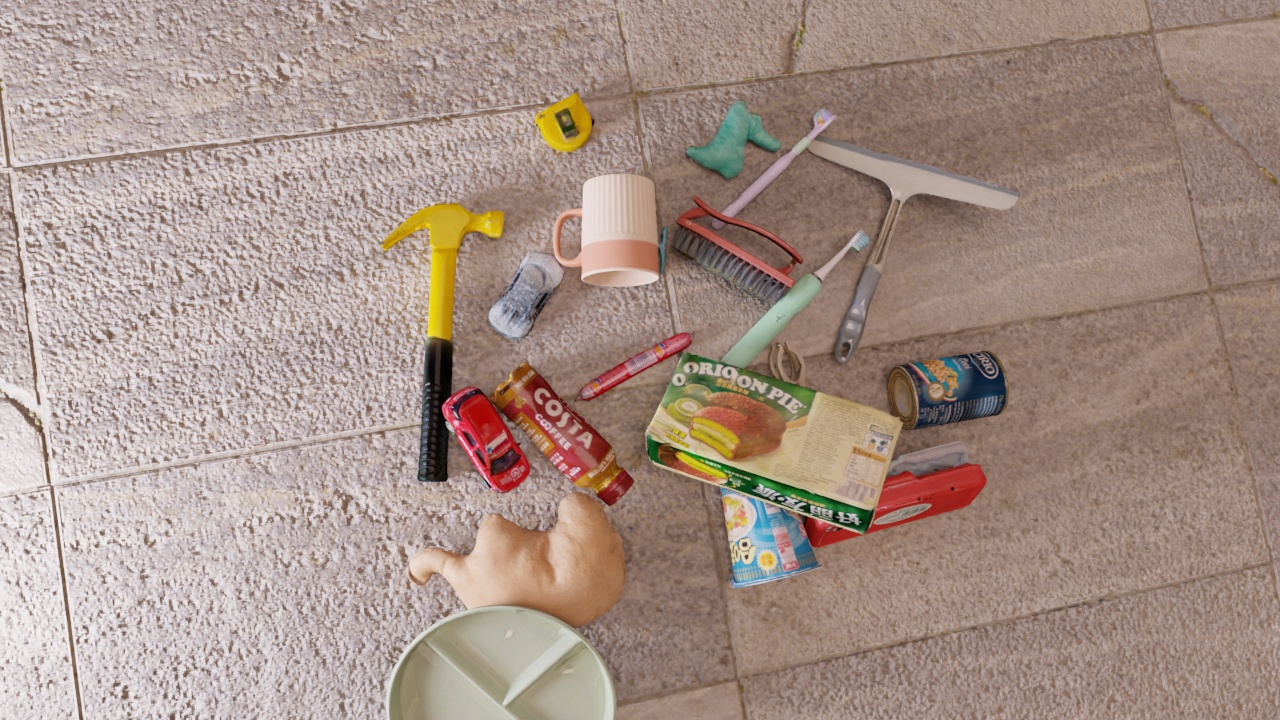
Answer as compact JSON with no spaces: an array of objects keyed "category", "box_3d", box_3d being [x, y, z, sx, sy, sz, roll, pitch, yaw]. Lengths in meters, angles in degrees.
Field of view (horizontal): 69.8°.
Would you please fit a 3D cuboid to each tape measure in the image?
[{"category":"tape measure","box_3d":[-0.083,-0.264,1.026,0.060,0.029,0.057,-31,90,-9]}]

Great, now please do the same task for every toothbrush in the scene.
[{"category":"toothbrush","box_3d":[0.150,-0.217,1.049,0.189,0.029,0.021,-45,129,-3]},{"category":"toothbrush","box_3d":[0.173,-0.066,1.029,0.027,0.026,0.224,45,87,3]}]

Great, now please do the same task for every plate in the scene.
[{"category":"plate","box_3d":[-0.139,0.346,0.926,0.230,0.027,0.230,0,104,-2]}]

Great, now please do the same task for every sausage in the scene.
[{"category":"sausage","box_3d":[-0.006,0.006,1.015,0.155,0.020,0.020,-29,89,-9]}]

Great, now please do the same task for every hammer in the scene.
[{"category":"hammer","box_3d":[-0.216,-0.021,0.983,0.128,0.033,0.300,2,84,-7]}]

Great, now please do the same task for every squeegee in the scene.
[{"category":"squeegee","box_3d":[0.270,-0.110,1.053,0.246,0.039,0.246,19,87,12]}]

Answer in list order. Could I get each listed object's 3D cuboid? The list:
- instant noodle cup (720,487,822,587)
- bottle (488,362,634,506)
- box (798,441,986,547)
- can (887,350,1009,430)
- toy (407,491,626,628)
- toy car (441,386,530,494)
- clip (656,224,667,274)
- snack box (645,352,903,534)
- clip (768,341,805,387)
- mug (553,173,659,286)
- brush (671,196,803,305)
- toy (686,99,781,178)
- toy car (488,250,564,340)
[{"category":"instant noodle cup","box_3d":[0.132,0.178,0.983,0.099,0.099,0.110,-12,79,-9]},{"category":"bottle","box_3d":[-0.081,0.081,0.978,0.175,0.057,0.057,45,81,-1]},{"category":"box","box_3d":[0.270,0.145,1.011,0.201,0.091,0.068,-14,58,-9]},{"category":"can","box_3d":[0.342,0.034,1.029,0.111,0.075,0.075,-9,86,-8]},{"category":"toy","box_3d":[-0.126,0.225,0.952,0.226,0.082,0.143,-14,86,-4]},{"category":"toy car","box_3d":[-0.159,0.085,0.959,0.052,0.045,0.120,-39,109,-26]},{"category":"clip","box_3d":[0.019,-0.126,1.034,0.041,0.014,0.056,12,85,-7]},{"category":"snack box","box_3d":[0.136,0.082,0.946,0.240,0.063,0.114,16,57,15]},{"category":"clip","box_3d":[0.168,0.027,1.031,0.064,0.034,0.098,-20,96,-10]},{"category":"mug","box_3d":[-0.038,-0.139,0.997,0.114,0.081,0.106,-2,83,9]},{"category":"brush","box_3d":[0.106,-0.123,1.020,0.146,0.063,0.069,30,93,-2]},{"category":"toy","box_3d":[0.112,-0.251,1.051,0.096,0.030,0.092,27,84,-10]},{"category":"toy car","box_3d":[-0.123,-0.073,1.001,0.049,0.031,0.105,32,80,-5]}]
